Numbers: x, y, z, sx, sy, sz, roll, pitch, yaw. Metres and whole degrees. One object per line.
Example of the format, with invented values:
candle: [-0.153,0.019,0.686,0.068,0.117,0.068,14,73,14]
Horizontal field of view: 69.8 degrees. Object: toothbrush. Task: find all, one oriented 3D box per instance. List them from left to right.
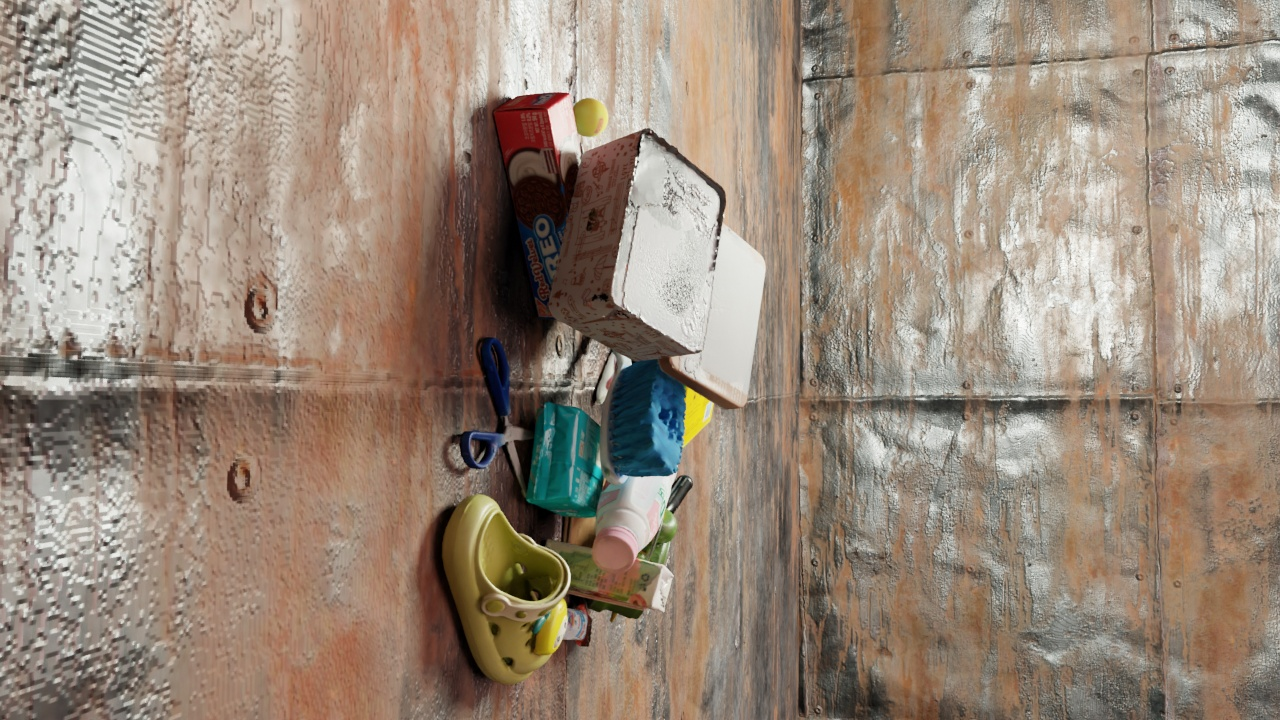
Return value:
toothbrush: [-0.025,-0.012,1.108,0.187,0.017,0.016,-72,155,-48]
toothbrush: [0.037,0.209,1.303,0.212,0.027,0.026,-37,140,-68]

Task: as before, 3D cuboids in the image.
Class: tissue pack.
tissue pack: [-0.071,0.100,0.890,0.133,0.050,0.093,56,37,-69]

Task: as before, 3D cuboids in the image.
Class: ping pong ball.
ping pong ball: [-0.054,-0.257,0.971,0.040,0.040,0.040,1,89,-73]

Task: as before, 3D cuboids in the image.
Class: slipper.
slipper: [-0.101,0.192,0.751,0.091,0.082,0.191,-65,148,-49]

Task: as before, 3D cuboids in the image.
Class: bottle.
bottle: [-0.008,0.141,0.906,0.196,0.068,0.068,-62,148,-69]

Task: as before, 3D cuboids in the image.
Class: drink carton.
drink carton: [-0.035,0.212,0.894,0.053,0.123,0.045,58,44,-63]

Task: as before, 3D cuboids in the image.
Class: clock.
clock: [-0.007,0.217,0.989,0.162,0.056,0.115,117,-6,-57]

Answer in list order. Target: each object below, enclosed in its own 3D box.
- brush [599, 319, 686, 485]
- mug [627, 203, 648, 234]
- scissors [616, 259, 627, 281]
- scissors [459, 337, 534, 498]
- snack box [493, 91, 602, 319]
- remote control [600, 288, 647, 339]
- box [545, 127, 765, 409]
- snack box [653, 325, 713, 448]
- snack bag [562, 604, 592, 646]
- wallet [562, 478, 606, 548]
brush: [-0.006,0.006,0.965,0.060,0.110,0.313,45,33,-32]
mug: [-0.013,-0.183,1.058,0.122,0.078,0.078,-74,157,-54]
scissors: [0.032,-0.163,1.153,0.234,0.022,0.148,-63,146,-13]
scissors: [-0.120,0.057,0.801,0.162,0.012,0.174,-52,140,-70]
snack box: [-0.081,-0.140,0.857,0.058,0.057,0.208,-59,146,-55]
remote control: [-0.030,-0.069,0.945,0.135,0.019,0.056,50,-17,39]
box: [0.041,-0.076,0.873,0.259,0.082,0.176,31,62,-43]
snack box: [0.055,0.023,1.233,0.209,0.070,0.158,-28,129,-71]
snack bag: [-0.075,0.265,0.926,0.105,0.026,0.045,43,52,-65]
wallet: [-0.057,0.153,1.003,0.101,0.020,0.115,30,64,-69]
